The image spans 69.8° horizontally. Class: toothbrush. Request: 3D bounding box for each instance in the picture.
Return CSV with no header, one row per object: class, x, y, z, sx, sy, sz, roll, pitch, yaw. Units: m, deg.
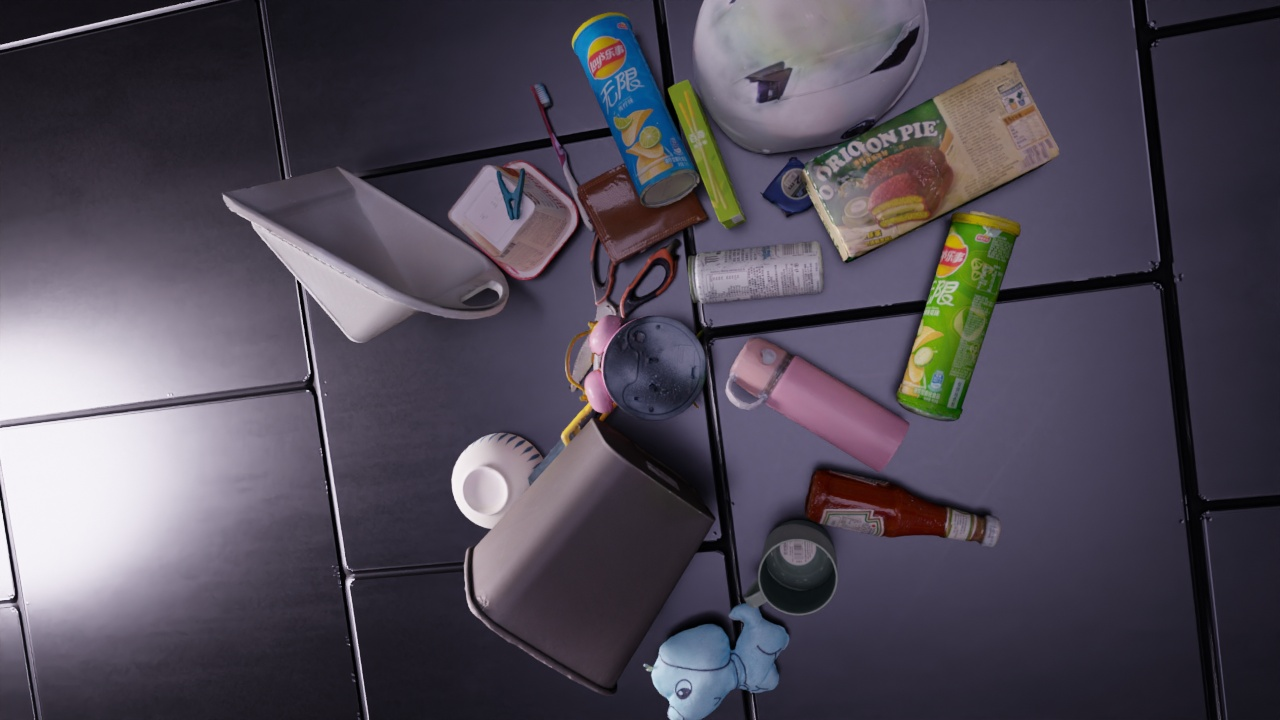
toothbrush,-0.089,-0.240,1.083,0.017,0.016,0.187,-22,89,2

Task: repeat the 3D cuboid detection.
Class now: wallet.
wallet,0.001,-0.178,1.051,0.124,0.032,0.101,-27,85,0

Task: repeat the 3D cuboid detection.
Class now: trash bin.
trash bin,-0.050,0.203,1.009,0.198,0.199,0.220,37,92,-15

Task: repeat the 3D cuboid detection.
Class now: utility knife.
utility knife,-0.058,0.071,1.075,0.033,0.015,0.218,41,89,-6

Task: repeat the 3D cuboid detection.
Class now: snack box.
snack box,0.075,-0.225,1.015,0.026,0.085,0.156,-21,90,12
snack box,0.301,-0.206,0.969,0.240,0.063,0.114,-27,88,5

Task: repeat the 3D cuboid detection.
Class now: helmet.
helmet,0.176,-0.344,0.956,0.259,0.145,0.229,-16,91,11

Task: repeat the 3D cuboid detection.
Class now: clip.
clip,-0.135,-0.176,0.970,0.034,0.013,0.055,-1,90,11

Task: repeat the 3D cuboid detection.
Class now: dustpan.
dustpan,-0.278,-0.132,1.030,0.143,0.222,0.258,-30,99,23

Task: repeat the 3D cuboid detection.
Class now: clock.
clock,-0.006,0.006,1.041,0.158,0.060,0.117,5,92,-8

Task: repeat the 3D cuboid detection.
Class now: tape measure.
tape measure,0.172,-0.191,1.028,0.054,0.025,0.058,40,96,5

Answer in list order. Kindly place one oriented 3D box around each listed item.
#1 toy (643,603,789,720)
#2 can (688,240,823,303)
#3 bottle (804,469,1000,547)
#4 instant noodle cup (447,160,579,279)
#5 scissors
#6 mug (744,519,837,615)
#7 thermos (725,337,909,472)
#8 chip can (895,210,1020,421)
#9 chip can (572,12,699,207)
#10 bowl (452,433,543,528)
toy,0.085,0.354,1.070,0.156,0.049,0.161,14,94,6
can,0.129,-0.098,1.026,0.147,0.058,0.058,-5,93,12
bottle,0.288,0.168,1.013,0.206,0.059,0.060,11,96,8
instant noodle cup,-0.148,-0.163,1.043,0.116,0.124,0.117,41,99,6
scissors,-0.025,-0.064,1.081,0.214,0.015,0.197,-25,89,11
mug,0.164,0.233,1.016,0.112,0.106,0.082,-38,87,11
thermos,0.190,0.052,1.014,0.198,0.067,0.087,31,63,6
chip can,0.337,-0.045,0.981,0.072,0.072,0.221,17,96,10
chip can,-0.007,-0.276,1.012,0.071,0.071,0.210,-25,76,12
bowl,-0.174,0.149,1.099,0.116,0.066,0.116,1,94,11
